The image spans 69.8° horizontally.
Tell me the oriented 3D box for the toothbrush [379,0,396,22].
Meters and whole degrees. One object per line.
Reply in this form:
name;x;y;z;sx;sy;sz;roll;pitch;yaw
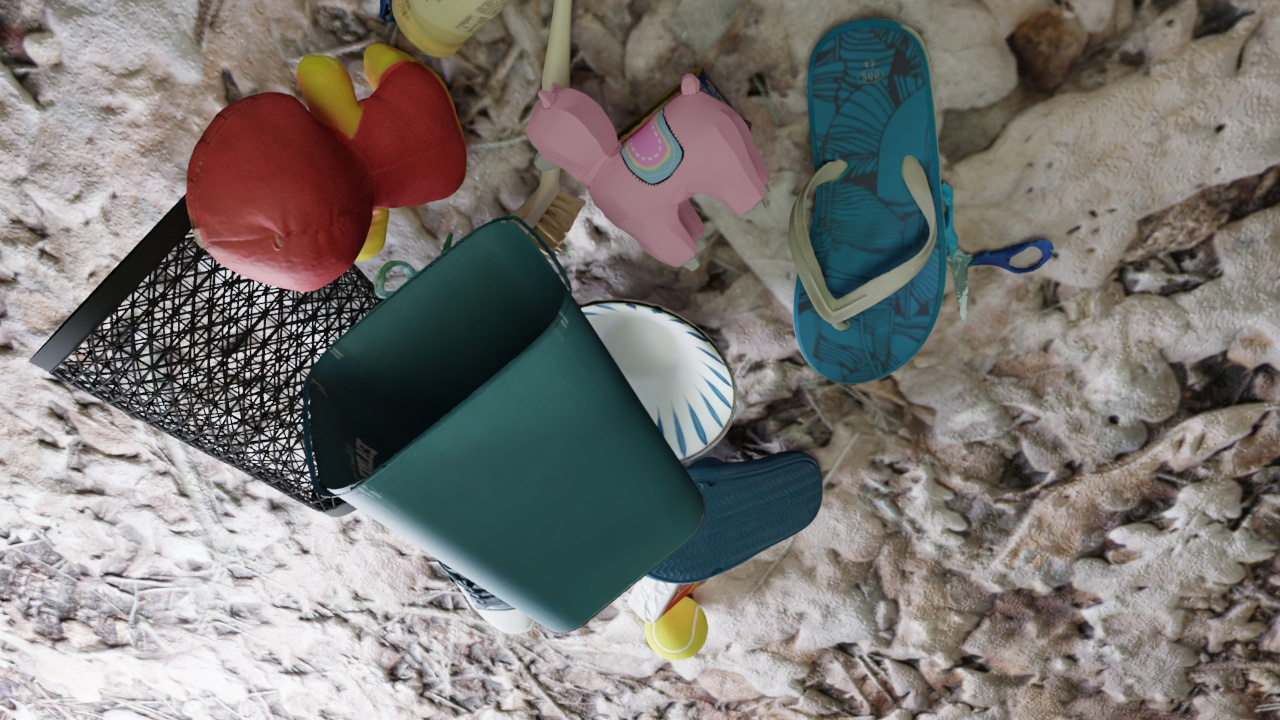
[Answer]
toothbrush;-0.170;-0.326;0.617;0.016;0.017;0.190;11;123;1

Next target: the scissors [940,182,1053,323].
scissors;0.254;-0.082;0.717;0.133;0.014;0.127;-8;121;12

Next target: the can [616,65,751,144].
can;0.025;-0.163;0.674;0.100;0.053;0.059;-33;111;25

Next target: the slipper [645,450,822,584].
slipper;0.071;0.133;0.810;0.213;0.059;0.104;-9;103;-28

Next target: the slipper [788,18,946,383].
slipper;0.169;-0.098;0.684;0.118;0.060;0.295;2;122;15

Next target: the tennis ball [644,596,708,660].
tennis ball;0.037;0.275;0.946;0.065;0.065;0.065;4;123;5

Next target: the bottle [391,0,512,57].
bottle;-0.095;-0.264;0.601;0.162;0.056;0.056;-24;117;37

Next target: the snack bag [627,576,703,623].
snack bag;0.042;0.191;0.863;0.036;0.115;0.077;39;127;20

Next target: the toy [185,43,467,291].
toy;-0.209;-0.131;0.631;0.099;0.215;0.148;3;124;34

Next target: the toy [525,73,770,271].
toy;0.004;-0.139;0.622;0.157;0.067;0.123;44;116;-11

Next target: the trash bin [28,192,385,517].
trash bin;-0.296;-0.009;0.735;0.217;0.216;0.243;-33;119;25

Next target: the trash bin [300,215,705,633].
trash bin;-0.084;0.055;0.647;0.199;0.196;0.218;-38;124;0

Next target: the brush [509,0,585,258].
brush;-0.066;-0.192;0.672;0.077;0.062;0.273;5;120;-14

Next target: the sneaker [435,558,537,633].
sneaker;-0.169;0.201;0.919;0.087;0.079;0.236;-13;120;15

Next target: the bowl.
bowl;-0.005;0.005;0.770;0.177;0.070;0.178;6;129;7

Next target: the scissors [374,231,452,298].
scissors;-0.171;-0.053;0.735;0.011;0.125;0.127;-4;154;26
